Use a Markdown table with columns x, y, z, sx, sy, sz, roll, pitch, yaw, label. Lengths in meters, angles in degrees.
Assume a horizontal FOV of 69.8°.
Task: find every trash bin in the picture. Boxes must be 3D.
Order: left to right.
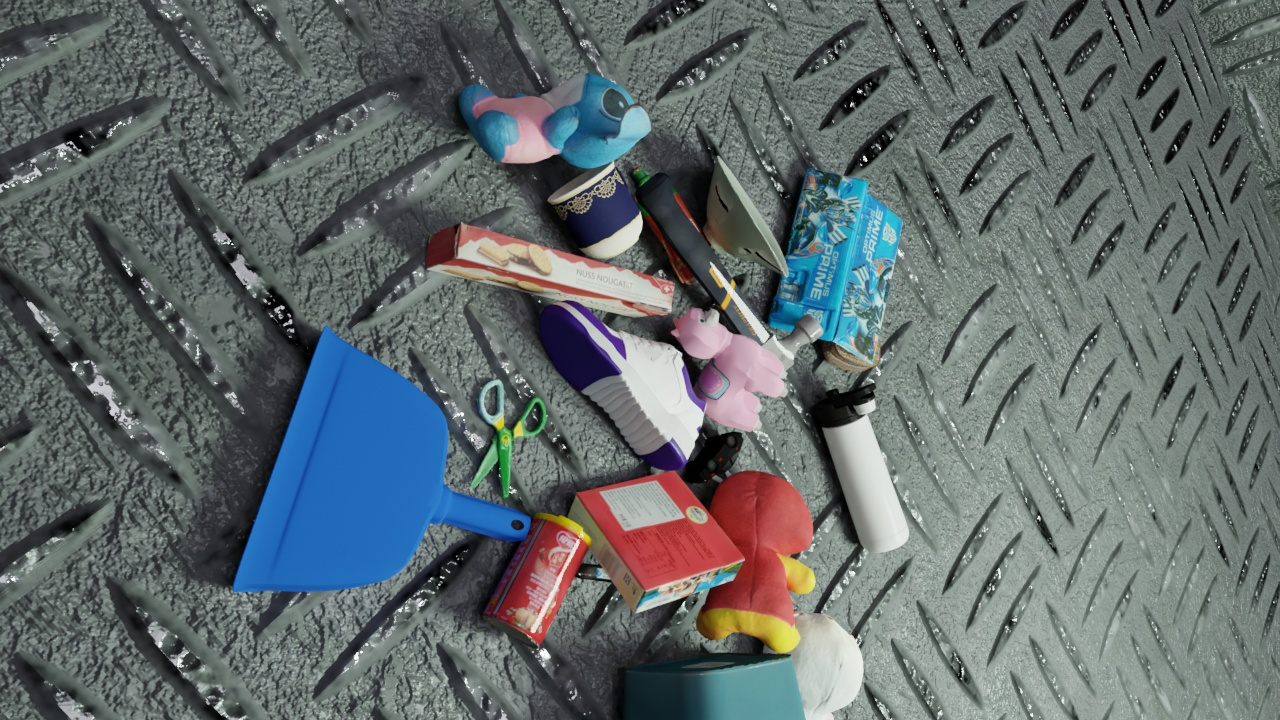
| x | y | z | sx | sy | sz | roll | pitch | yaw | label |
| --- | --- | --- | --- | --- | --- | --- | --- | --- | --- |
| 0.083 | 0.437 | 0.987 | 0.198 | 0.197 | 0.218 | 5 | 74 | -38 | trash bin |

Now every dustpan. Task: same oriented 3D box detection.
| x | y | z | sx | sy | sz | roll | pitch | yaw | label |
| --- | --- | --- | --- | --- | --- | --- | --- | --- | --- |
| -0.219 | 0.127 | 0.877 | 0.257 | 0.060 | 0.245 | 21 | 71 | -23 | dustpan |

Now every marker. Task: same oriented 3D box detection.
| x | y | z | sx | sy | sz | roll | pitch | yaw | label |
| --- | --- | --- | --- | --- | --- | --- | --- | --- | --- |
| -0.022 | 0.244 | 1.038 | 0.123 | 0.015 | 0.018 | 15 | 71 | -32 | marker |

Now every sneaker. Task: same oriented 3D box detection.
| x | y | z | sx | sy | sz | roll | pitch | yaw | label |
| --- | --- | --- | --- | --- | --- | --- | --- | --- | --- |
| -0.006 | 0.007 | 1.040 | 0.244 | 0.092 | 0.110 | 51 | 54 | -23 | sneaker |

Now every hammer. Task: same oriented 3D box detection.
| x | y | z | sx | sy | sz | roll | pitch | yaw | label |
| --- | --- | --- | --- | --- | --- | --- | --- | --- | --- |
| 0.098 | -0.099 | 1.113 | 0.139 | 0.035 | 0.312 | -40 | 119 | -3 | hammer |

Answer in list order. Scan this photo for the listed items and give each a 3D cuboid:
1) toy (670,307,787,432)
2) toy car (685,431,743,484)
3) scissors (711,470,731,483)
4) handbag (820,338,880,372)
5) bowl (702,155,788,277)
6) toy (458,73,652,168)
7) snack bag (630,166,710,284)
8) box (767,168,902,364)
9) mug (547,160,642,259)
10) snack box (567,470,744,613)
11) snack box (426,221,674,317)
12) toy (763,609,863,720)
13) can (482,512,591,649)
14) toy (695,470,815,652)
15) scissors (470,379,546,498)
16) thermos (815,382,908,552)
| x | y | z | sx | sy | sz | roll | pitch | yaw | label |
| --- | --- | --- | --- | --- | --- | --- | --- | --- | --- |
| 0.097 | 0.009 | 1.103 | 0.157 | 0.124 | 0.067 | 29 | 31 | -9 | toy |
| 0.092 | 0.122 | 1.123 | 0.036 | 0.042 | 0.091 | 53 | 56 | -16 | toy car |
| 0.137 | 0.169 | 1.173 | 0.083 | 0.016 | 0.135 | -41 | 103 | -29 | scissors |
| 0.304 | -0.082 | 1.316 | 0.093 | 0.043 | 0.195 | 17 | 73 | -29 | handbag |
| 0.118 | -0.168 | 1.164 | 0.174 | 0.068 | 0.174 | 54 | 16 | -23 | bowl |
| -0.085 | -0.248 | 0.961 | 0.191 | 0.224 | 0.099 | -6 | 114 | -20 | toy |
| 0.035 | -0.171 | 1.132 | 0.155 | 0.044 | 0.087 | 56 | 43 | -9 | snack bag |
| 0.282 | -0.135 | 1.264 | 0.175 | 0.060 | 0.243 | 21 | 70 | -11 | box |
| -0.039 | -0.172 | 1.044 | 0.089 | 0.086 | 0.111 | 58 | 43 | -18 | mug |
| 0.017 | 0.193 | 1.004 | 0.144 | 0.142 | 0.040 | -7 | 132 | -38 | snack box |
| -0.091 | -0.091 | 0.996 | 0.272 | 0.077 | 0.044 | 12 | 79 | -36 | snack box |
| 0.206 | 0.405 | 1.141 | 0.138 | 0.101 | 0.179 | 25 | 86 | -19 | toy |
| -0.105 | 0.224 | 0.943 | 0.066 | 0.067 | 0.124 | 41 | 61 | -25 | can |
| 0.137 | 0.225 | 1.080 | 0.147 | 0.099 | 0.215 | 11 | 59 | 0 | toy |
| -0.151 | 0.079 | 0.964 | 0.108 | 0.012 | 0.131 | 46 | 58 | -22 | scissors |
| 0.313 | 0.146 | 1.252 | 0.068 | 0.101 | 0.230 | -24 | 97 | -34 | thermos |
